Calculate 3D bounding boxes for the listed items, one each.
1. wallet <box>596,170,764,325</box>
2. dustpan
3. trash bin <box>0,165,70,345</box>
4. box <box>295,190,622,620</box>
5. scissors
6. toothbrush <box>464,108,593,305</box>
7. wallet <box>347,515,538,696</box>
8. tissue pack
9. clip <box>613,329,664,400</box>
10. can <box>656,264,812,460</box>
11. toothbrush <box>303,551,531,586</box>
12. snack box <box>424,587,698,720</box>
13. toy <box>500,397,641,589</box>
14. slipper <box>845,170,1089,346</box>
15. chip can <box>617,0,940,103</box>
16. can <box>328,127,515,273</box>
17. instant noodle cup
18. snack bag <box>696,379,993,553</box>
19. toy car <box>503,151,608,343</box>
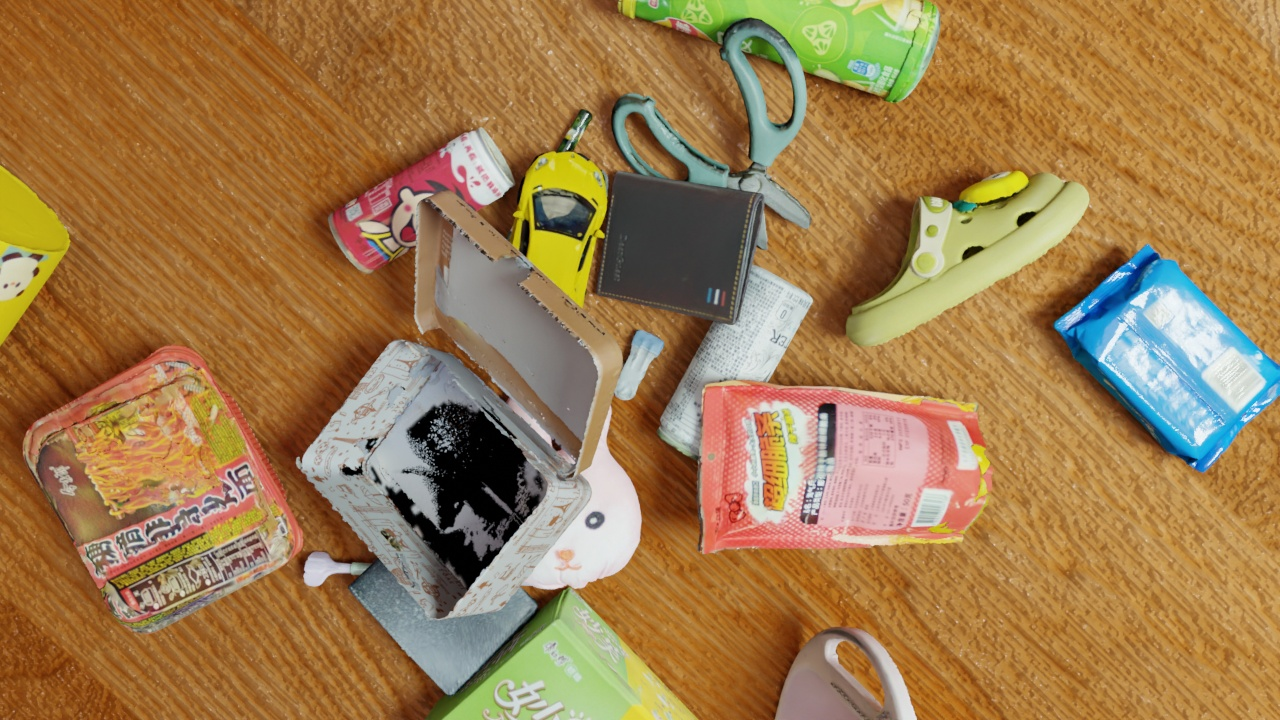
[{"bbox_3d":[0.026,-0.084,0.676,0.122,0.020,0.096,15,97,30],"label":"wallet"},{"bbox_3d":[0.123,0.338,0.651,0.139,0.223,0.273,39,84,-14],"label":"dustpan"},{"bbox_3d":[-0.571,-0.040,0.645,0.229,0.229,0.255,41,92,-2],"label":"trash bin"},{"bbox_3d":[-0.115,0.038,0.640,0.179,0.124,0.275,41,120,22],"label":"box"},{"bbox_3d":[0.070,-0.166,0.657,0.172,0.019,0.180,34,127,-2],"label":"scissors"},{"bbox_3d":[-0.087,-0.109,0.704,0.012,0.017,0.186,26,99,-39],"label":"toothbrush"},{"bbox_3d":[-0.154,0.186,0.719,0.097,0.019,0.121,-44,84,-10],"label":"wallet"},{"bbox_3d":[0.386,-0.002,0.672,0.157,0.052,0.095,44,95,-2],"label":"tissue pack"},{"bbox_3d":[-0.004,0.004,0.712,0.025,0.029,0.057,29,91,-2],"label":"clip"},{"bbox_3d":[0.069,0.003,0.688,0.058,0.058,0.147,28,97,0],"label":"can"},{"bbox_3d":[-0.176,0.172,0.742,0.189,0.021,0.029,2,64,2],"label":"toothbrush"},{"bbox_3d":[-0.046,0.312,0.724,0.158,0.070,0.210,-43,93,7],"label":"snack box"},{"bbox_3d":[-0.063,0.098,0.712,0.121,0.054,0.159,-8,89,7],"label":"toy"},{"bbox_3d":[0.221,-0.082,0.655,0.191,0.091,0.081,-34,91,10],"label":"slipper"},{"bbox_3d":[0.098,-0.248,0.650,0.221,0.072,0.072,18,97,1],"label":"chip can"},{"bbox_3d":[-0.163,-0.120,0.689,0.133,0.053,0.053,-29,94,6],"label":"can"},{"bbox_3d":[-0.361,0.096,0.713,0.164,0.079,0.189,-26,96,5],"label":"instant noodle cup"},{"bbox_3d":[0.144,0.079,0.667,0.208,0.073,0.128,2,98,-8],"label":"snack bag"},{"bbox_3d":[-0.068,-0.080,0.685,0.071,0.041,0.156,13,97,-16],"label":"toy car"}]
